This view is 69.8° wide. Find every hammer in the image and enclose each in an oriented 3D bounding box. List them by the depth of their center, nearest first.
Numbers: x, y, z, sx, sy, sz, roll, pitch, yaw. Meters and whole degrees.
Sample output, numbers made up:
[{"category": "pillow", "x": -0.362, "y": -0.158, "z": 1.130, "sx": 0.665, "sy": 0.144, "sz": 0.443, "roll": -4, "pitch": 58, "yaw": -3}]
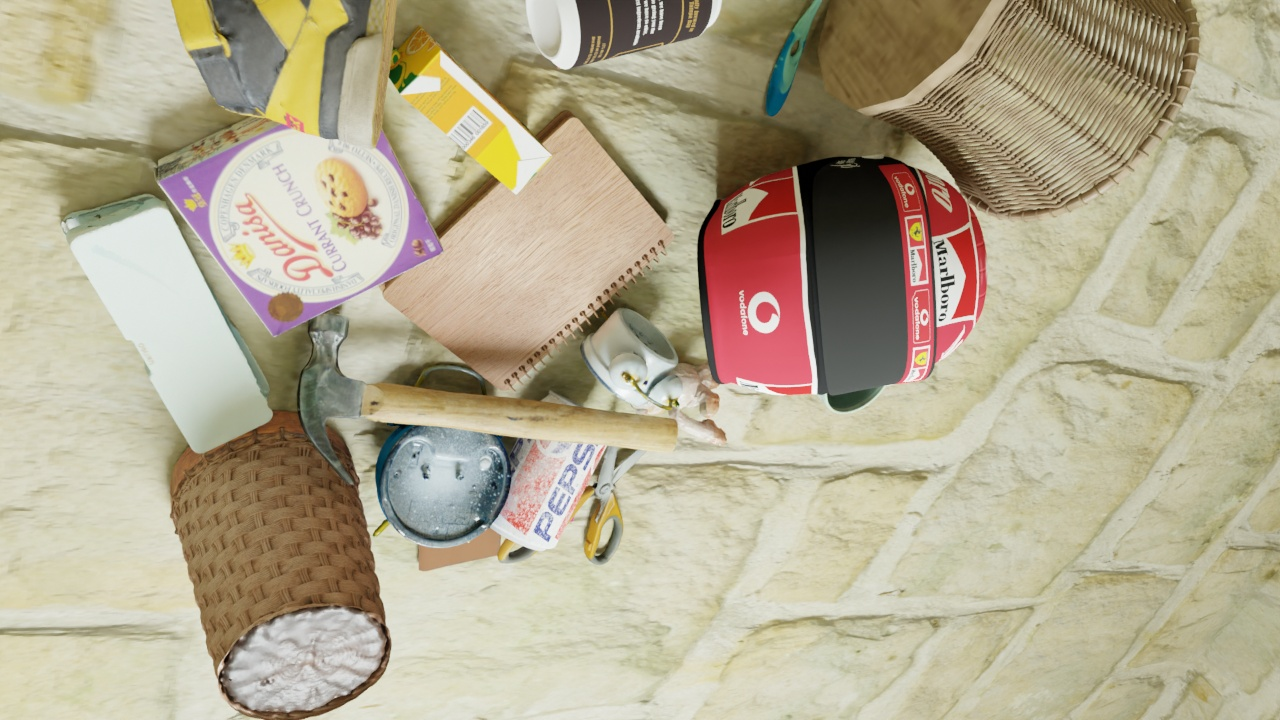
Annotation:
[{"category": "hammer", "x": -0.119, "y": 0.049, "z": 0.783, "sx": 0.330, "sy": 0.033, "sz": 0.132, "roll": 9, "pitch": 81, "yaw": -24}]

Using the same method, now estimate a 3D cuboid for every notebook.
[{"category": "notebook", "x": -0.088, "y": -0.082, "z": 0.784, "sx": 0.210, "sy": 0.022, "sz": 0.169, "roll": -42, "pitch": 132, "yaw": 5}]

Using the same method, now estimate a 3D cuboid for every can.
[{"category": "can", "x": -0.012, "y": -0.255, "z": 0.652, "sx": 0.128, "sy": 0.072, "sz": 0.072, "roll": -22, "pitch": 132, "yaw": -24}, {"category": "can", "x": -0.087, "y": 0.103, "z": 0.865, "sx": 0.078, "sy": 0.078, "sz": 0.136, "roll": 29, "pitch": 87, "yaw": -40}]

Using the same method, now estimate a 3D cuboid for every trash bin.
[{"category": "trash bin", "x": -0.287, "y": 0.160, "z": 0.727, "sx": 0.151, "sy": 0.210, "sz": 0.151, "roll": -14, "pitch": 129, "yaw": -19}]

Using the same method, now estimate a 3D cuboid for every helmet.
[{"category": "helmet", "x": 0.173, "y": -0.071, "z": 0.772, "sx": 0.225, "sy": 0.270, "sz": 0.198, "roll": -5, "pitch": 102, "yaw": 10}]

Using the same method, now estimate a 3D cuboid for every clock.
[{"category": "clock", "x": -0.174, "y": 0.084, "z": 0.812, "sx": 0.116, "sy": 0.060, "sz": 0.161, "roll": 13, "pitch": 88, "yaw": -29}, {"category": "clock", "x": -0.005, "y": 0.005, "z": 0.831, "sx": 0.083, "sy": 0.117, "sz": 0.057, "roll": 27, "pitch": 114, "yaw": -40}]

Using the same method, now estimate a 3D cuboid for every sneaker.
[{"category": "sneaker", "x": -0.206, "y": -0.255, "z": 0.547, "sx": 0.122, "sy": 0.086, "sz": 0.239, "roll": 6, "pitch": 105, "yaw": -13}]

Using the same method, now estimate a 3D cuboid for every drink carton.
[{"category": "drink carton", "x": -0.126, "y": -0.181, "z": 0.662, "sx": 0.041, "sy": 0.058, "sz": 0.122, "roll": -45, "pitch": 132, "yaw": 8}]

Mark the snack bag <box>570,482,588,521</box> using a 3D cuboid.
[{"category": "snack bag", "x": -0.135, "y": 0.134, "z": 0.906, "sx": 0.196, "sy": 0.016, "sz": 0.070, "roll": 7, "pitch": 113, "yaw": -40}]

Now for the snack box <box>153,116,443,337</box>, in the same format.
[{"category": "snack box", "x": -0.240, "y": -0.110, "z": 0.664, "sx": 0.148, "sy": 0.040, "sz": 0.143, "roll": -28, "pitch": 132, "yaw": -8}]

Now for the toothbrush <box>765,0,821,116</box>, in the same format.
[{"category": "toothbrush", "x": 0.133, "y": -0.270, "z": 0.771, "sx": 0.022, "sy": 0.017, "sz": 0.135, "roll": 2, "pitch": 125, "yaw": -31}]

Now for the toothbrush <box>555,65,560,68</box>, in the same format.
[{"category": "toothbrush", "x": -0.080, "y": -0.289, "z": 0.638, "sx": 0.015, "sy": 0.015, "sz": 0.185, "roll": -28, "pitch": 134, "yaw": -12}]

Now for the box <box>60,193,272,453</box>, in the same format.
[{"category": "box", "x": -0.336, "y": -0.023, "z": 0.670, "sx": 0.085, "sy": 0.070, "sz": 0.199, "roll": -10, "pitch": 129, "yaw": 2}]

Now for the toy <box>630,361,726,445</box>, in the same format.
[{"category": "toy", "x": 0.034, "y": 0.040, "z": 0.910, "sx": 0.106, "sy": 0.085, "sz": 0.074, "roll": 0, "pitch": 157, "yaw": -6}]

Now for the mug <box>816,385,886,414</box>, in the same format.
[{"category": "mug", "x": 0.209, "y": -0.012, "z": 0.945, "sx": 0.111, "sy": 0.104, "sz": 0.084, "roll": -14, "pitch": 129, "yaw": -19}]

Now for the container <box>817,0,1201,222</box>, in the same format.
[{"category": "container", "x": 0.280, "y": -0.252, "z": 0.736, "sx": 0.196, "sy": 0.226, "sz": 0.227, "roll": 18, "pitch": 113, "yaw": -30}]

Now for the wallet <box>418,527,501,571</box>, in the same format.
[{"category": "wallet", "x": -0.179, "y": 0.158, "z": 0.918, "sx": 0.087, "sy": 0.013, "sz": 0.121, "roll": -8, "pitch": 125, "yaw": -24}]

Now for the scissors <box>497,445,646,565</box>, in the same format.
[{"category": "scissors", "x": -0.048, "y": 0.153, "z": 0.969, "sx": 0.225, "sy": 0.016, "sz": 0.226, "roll": -39, "pitch": 143, "yaw": -14}]
